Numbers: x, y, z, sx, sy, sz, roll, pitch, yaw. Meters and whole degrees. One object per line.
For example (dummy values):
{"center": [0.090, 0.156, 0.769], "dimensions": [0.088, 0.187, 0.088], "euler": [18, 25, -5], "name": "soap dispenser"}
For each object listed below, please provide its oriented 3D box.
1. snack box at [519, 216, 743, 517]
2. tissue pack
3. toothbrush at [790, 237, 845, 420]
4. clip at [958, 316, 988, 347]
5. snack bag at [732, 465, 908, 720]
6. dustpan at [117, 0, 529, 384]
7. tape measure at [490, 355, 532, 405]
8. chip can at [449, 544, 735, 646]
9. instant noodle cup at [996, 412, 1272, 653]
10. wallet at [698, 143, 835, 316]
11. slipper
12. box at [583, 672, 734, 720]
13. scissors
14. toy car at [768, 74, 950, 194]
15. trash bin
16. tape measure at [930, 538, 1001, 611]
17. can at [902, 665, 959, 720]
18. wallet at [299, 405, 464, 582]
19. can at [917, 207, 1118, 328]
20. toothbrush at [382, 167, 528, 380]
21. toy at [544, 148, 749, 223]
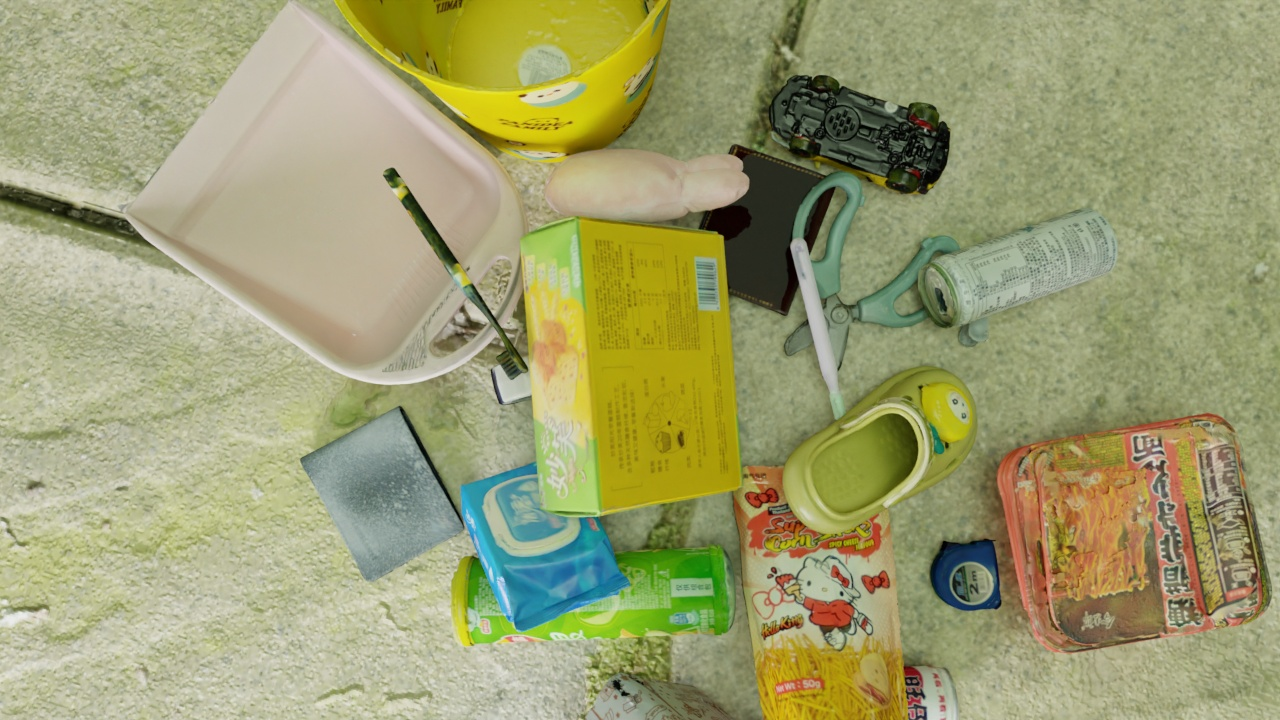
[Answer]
{"center": [-0.004, 0.004, 0.700], "dimensions": [0.157, 0.070, 0.210], "euler": [-2, 87, -43], "name": "snack box"}
{"center": [-0.078, 0.134, 0.704], "dimensions": [0.094, 0.157, 0.052], "euler": [-17, 127, -17], "name": "tissue pack"}
{"center": [0.150, -0.008, 0.747], "dimensions": [0.029, 0.021, 0.189], "euler": [-14, 98, 5], "name": "toothbrush"}
{"center": [0.279, -0.040, 0.765], "dimensions": [0.025, 0.030, 0.057], "euler": [7, 78, -1], "name": "clip"}
{"center": [0.141, 0.181, 0.714], "dimensions": [0.128, 0.073, 0.207], "euler": [-2, 63, 2], "name": "snack bag"}
{"center": [-0.222, -0.116, 0.696], "dimensions": [0.273, 0.139, 0.222], "euler": [35, 90, -21], "name": "dustpan"}
{"center": [-0.087, 0.013, 0.746], "dimensions": [0.066, 0.066, 0.033], "euler": [-16, 86, 1], "name": "tape measure"}
{"center": [-0.035, 0.188, 0.735], "dimensions": [0.221, 0.072, 0.072], "euler": [-3, 87, 2], "name": "chip can"}
{"center": [0.377, 0.134, 0.724], "dimensions": [0.189, 0.079, 0.164], "euler": [-9, 87, 0], "name": "instant noodle cup"}
{"center": [0.100, -0.111, 0.771], "dimensions": [0.096, 0.020, 0.122], "euler": [21, 89, 6], "name": "wallet"}
{"center": [0.199, 0.068, 0.709], "dimensions": [0.190, 0.082, 0.091], "euler": [-28, 88, -22], "name": "slipper"}
{"center": [0.045, 0.366, 0.717], "dimensions": [0.273, 0.124, 0.179], "euler": [31, 88, -25], "name": "box"}
{"center": [0.172, -0.079, 0.757], "dimensions": [0.172, 0.019, 0.179], "euler": [-34, 99, 0], "name": "scissors"}
{"center": [0.181, -0.188, 0.760], "dimensions": [0.156, 0.041, 0.071], "euler": [18, 88, 0], "name": "toy car"}
{"center": [-0.079, -0.265, 0.662], "dimensions": [0.229, 0.255, 0.229], "euler": [0, 88, 1], "name": "trash bin"}
{"center": [0.266, 0.176, 0.752], "dimensions": [0.054, 0.025, 0.058], "euler": [-6, 84, 3], "name": "tape measure"}
{"center": [0.181, 0.275, 0.735], "dimensions": [0.133, 0.053, 0.053], "euler": [-4, 87, 1], "name": "can"}
{"center": [-0.216, 0.112, 0.770], "dimensions": [0.097, 0.019, 0.121], "euler": [-29, 89, 2], "name": "wallet"}
{"center": [0.302, -0.074, 0.736], "dimensions": [0.146, 0.058, 0.058], "euler": [-19, 87, -7], "name": "can"}
{"center": [-0.139, -0.065, 0.674], "dimensions": [0.017, 0.012, 0.186], "euler": [-36, 83, 11], "name": "toothbrush"}
{"center": [0.005, -0.139, 0.726], "dimensions": [0.159, 0.121, 0.054], "euler": [-2, 117, 3], "name": "toy"}
